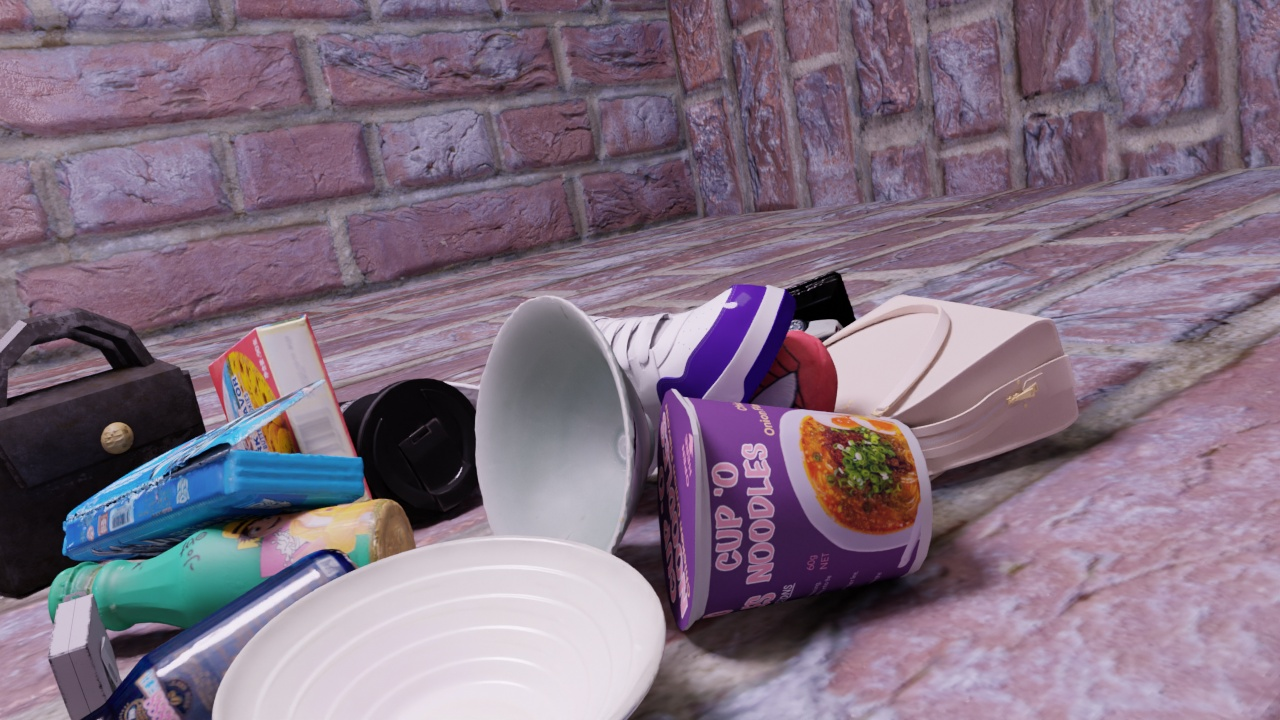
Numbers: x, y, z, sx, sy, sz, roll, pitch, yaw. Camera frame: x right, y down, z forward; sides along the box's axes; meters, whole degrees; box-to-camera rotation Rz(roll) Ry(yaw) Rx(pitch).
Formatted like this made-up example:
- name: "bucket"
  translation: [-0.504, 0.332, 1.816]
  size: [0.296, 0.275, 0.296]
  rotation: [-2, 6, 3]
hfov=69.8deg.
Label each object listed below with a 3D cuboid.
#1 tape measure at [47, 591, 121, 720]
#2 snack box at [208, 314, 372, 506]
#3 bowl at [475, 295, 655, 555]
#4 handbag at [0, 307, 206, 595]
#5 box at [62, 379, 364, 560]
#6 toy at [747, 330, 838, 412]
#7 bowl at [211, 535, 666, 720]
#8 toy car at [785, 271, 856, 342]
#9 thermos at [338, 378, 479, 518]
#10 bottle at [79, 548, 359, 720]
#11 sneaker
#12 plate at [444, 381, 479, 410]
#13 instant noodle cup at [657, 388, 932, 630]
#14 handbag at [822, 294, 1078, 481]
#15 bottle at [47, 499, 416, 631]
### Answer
- name: "tape measure"
  translation: [-0.283, 0.159, 0.474]
  size: [0.020, 0.062, 0.060]
  rotation: [-16, 19, -25]
- name: "snack box"
  translation: [-0.266, 0.052, 0.688]
  size: [0.040, 0.142, 0.145]
  rotation: [-21, 2, -39]
- name: "bowl"
  translation: [-0.030, 0.050, 0.532]
  size: [0.067, 0.174, 0.174]
  rotation: [-3, 6, -35]
- name: "handbag"
  translation: [-0.452, 0.058, 0.752]
  size: [0.102, 0.199, 0.196]
  rotation: [-2, 15, 31]
- name: "box"
  translation: [-0.297, 0.077, 0.622]
  size: [0.244, 0.085, 0.091]
  rotation: [-20, -20, 36]
- name: "toy"
  translation: [0.085, 0.044, 0.584]
  size: [0.062, 0.132, 0.092]
  rotation: [20, -26, -13]
- name: "bowl"
  translation: [-0.075, 0.140, 0.377]
  size: [0.177, 0.058, 0.176]
  rotation: [-5, 18, 2]
- name: "toy car"
  translation: [0.098, 0.006, 0.793]
  size: [0.192, 0.094, 0.071]
  rotation: [-19, 37, 13]
- name: "thermos"
  translation: [-0.229, 0.072, 0.760]
  size: [0.219, 0.106, 0.105]
  rotation: [-5, 12, 46]
- name: "bottle"
  translation: [-0.197, 0.149, 0.420]
  size: [0.160, 0.056, 0.056]
  rotation: [-33, 22, -30]
- name: "sneaker"
  translation: [-0.004, 0.004, 0.593]
  size: [0.245, 0.111, 0.091]
  rotation: [-45, 15, 49]
- name: "plate"
  translation: [-0.130, 0.048, 0.802]
  size: [0.157, 0.014, 0.157]
  rotation: [11, -16, 3]
- name: "instant noodle cup"
  translation: [0.078, 0.070, 0.473]
  size: [0.122, 0.137, 0.121]
  rotation: [-2, 56, -7]
- name: "handbag"
  translation: [0.169, 0.031, 0.662]
  size: [0.197, 0.101, 0.195]
  rotation: [-25, 15, -11]
- name: "bottle"
  translation: [-0.245, 0.131, 0.553]
  size: [0.210, 0.068, 0.068]
  rotation: [-9, 12, 4]
